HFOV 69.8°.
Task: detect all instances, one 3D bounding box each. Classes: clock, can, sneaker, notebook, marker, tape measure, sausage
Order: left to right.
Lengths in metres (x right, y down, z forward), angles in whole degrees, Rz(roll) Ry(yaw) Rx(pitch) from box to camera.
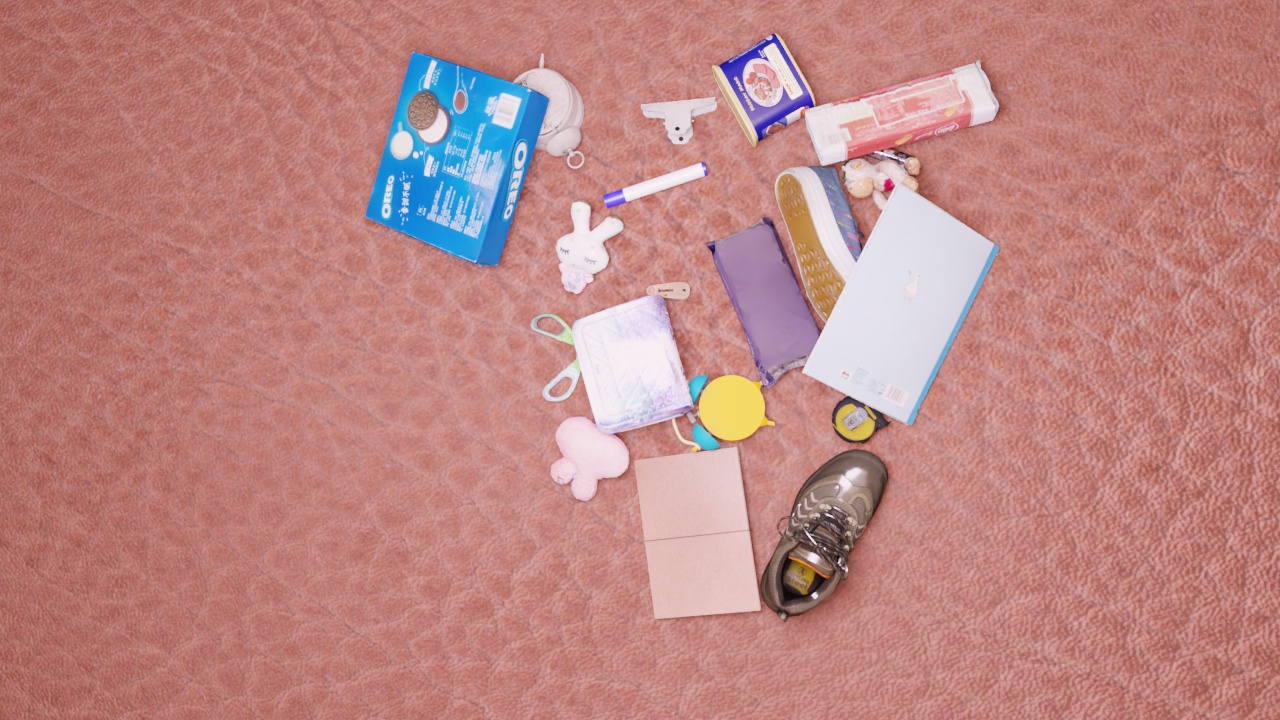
[{"bbox_3d":[-0.123,-0.326,1.237,0.103,0.061,0.157,-33,81,8],"label":"clock"},{"bbox_3d":[0.020,-0.235,1.229,0.141,0.020,0.020,-17,85,8],"label":"marker"},{"bbox_3d":[0.073,0.226,1.198,0.141,0.008,0.209,-9,84,16],"label":"notebook"},{"bbox_3d":[0.104,0.065,1.191,0.129,0.044,0.099,-9,80,1],"label":"clock"},{"bbox_3d":[0.161,-0.352,1.190,0.092,0.056,0.116,-29,83,7],"label":"can"},{"bbox_3d":[0.217,0.213,1.116,0.101,0.143,0.238,30,93,10],"label":"sneaker"},{"bbox_3d":[0.250,-0.140,1.167,0.079,0.088,0.235,-21,87,-26],"label":"sneaker"},{"bbox_3d":[0.274,0.075,1.166,0.061,0.034,0.061,-43,81,8],"label":"tape measure"},{"bbox_3d":[0.289,-0.275,1.182,0.155,0.020,0.020,23,92,10],"label":"sausage"},{"bbox_3d":[0.323,-0.064,1.126,0.181,0.009,0.253,25,93,-23],"label":"notebook"}]

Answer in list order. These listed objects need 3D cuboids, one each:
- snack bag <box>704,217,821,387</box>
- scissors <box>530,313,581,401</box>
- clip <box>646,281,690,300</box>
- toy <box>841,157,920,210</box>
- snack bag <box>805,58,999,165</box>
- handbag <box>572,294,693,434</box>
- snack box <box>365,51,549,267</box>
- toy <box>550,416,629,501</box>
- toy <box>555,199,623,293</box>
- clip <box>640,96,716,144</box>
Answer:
[{"bbox_3d":[0.163,-0.078,1.177,0.096,0.058,0.205,-23,81,7],"label":"snack bag"},{"bbox_3d":[-0.076,-0.009,1.245,0.171,0.023,0.172,24,87,12],"label":"scissors"},{"bbox_3d":[0.034,-0.093,1.217,0.059,0.052,0.026,2,87,38],"label":"clip"},{"bbox_3d":[0.300,-0.226,1.151,0.106,0.085,0.074,26,71,19],"label":"toy"},{"bbox_3d":[0.324,-0.309,1.150,0.225,0.041,0.077,-14,65,3],"label":"snack bag"},{"bbox_3d":[-0.007,0.007,1.187,0.127,0.069,0.158,-18,81,18],"label":"handbag"},{"bbox_3d":[-0.249,-0.269,1.229,0.196,0.056,0.239,23,101,21],"label":"snack box"},{"bbox_3d":[-0.073,0.132,1.220,0.108,0.053,0.105,34,105,9],"label":"toy"},{"bbox_3d":[-0.075,-0.150,1.235,0.079,0.038,0.122,19,94,3],"label":"toy"},{"bbox_3d":[0.052,-0.319,1.231,0.102,0.045,0.055,-3,81,11],"label":"clip"}]
